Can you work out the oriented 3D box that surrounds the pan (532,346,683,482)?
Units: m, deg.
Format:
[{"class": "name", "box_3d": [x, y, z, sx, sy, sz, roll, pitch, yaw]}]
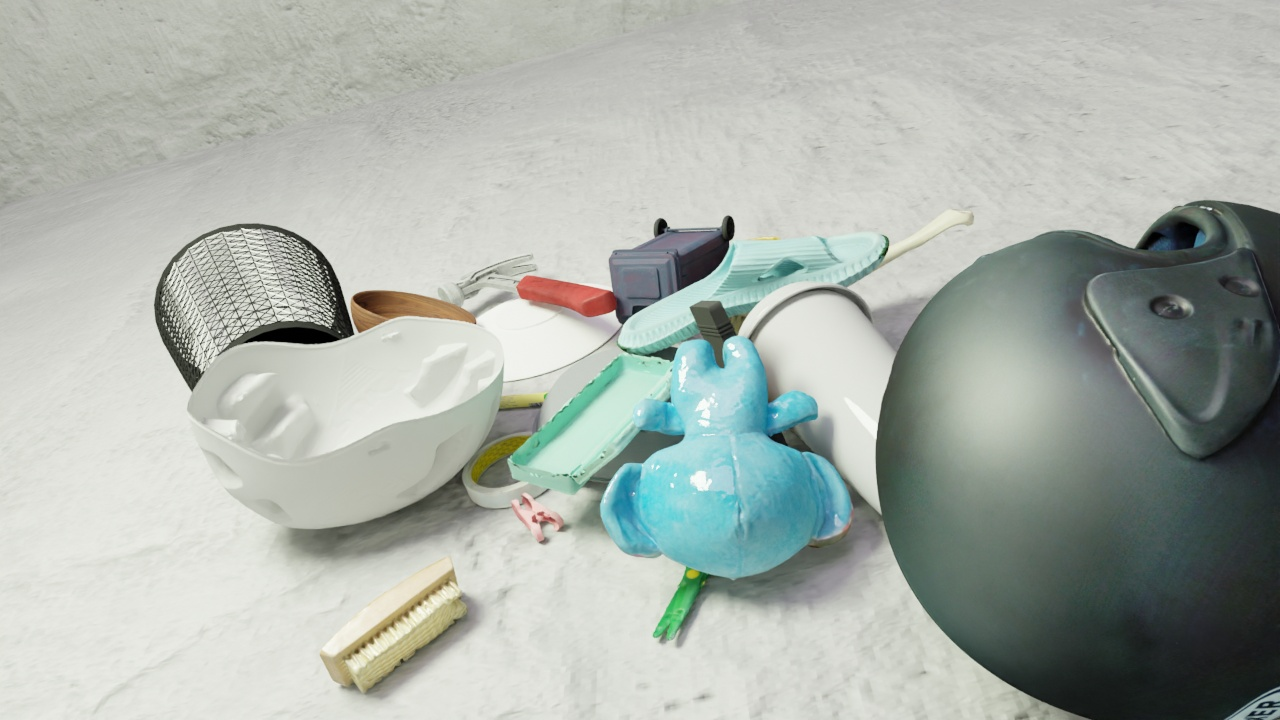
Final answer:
[{"class": "pan", "box_3d": [-0.006, 0.005, 0.944, 0.201, 0.051, 0.355, -6, 31, 4]}]

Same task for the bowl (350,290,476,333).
[{"class": "bowl", "box_3d": [-0.275, -0.030, 1.097, 0.147, 0.069, 0.147, 13, 15, -4]}]

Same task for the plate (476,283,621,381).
[{"class": "plate", "box_3d": [-0.130, -0.050, 1.120, 0.229, 0.030, 0.229, -13, 29, 7]}]

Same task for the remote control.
[{"class": "remote control", "box_3d": [0.080, 0.013, 0.750, 0.013, 0.133, 0.058, -28, 10, -9]}]

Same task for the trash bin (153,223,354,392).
[{"class": "trash bin", "box_3d": [-0.424, -0.014, 1.049, 0.216, 0.217, 0.243, -27, 37, -17]}]

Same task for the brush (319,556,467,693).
[{"class": "brush", "box_3d": [-0.183, 0.203, 0.699, 0.116, 0.049, 0.039, -33, 56, -28]}]

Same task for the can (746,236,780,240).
[{"class": "can", "box_3d": [0.133, -0.090, 1.024, 0.054, 0.059, 0.099, -6, 31, 19]}]

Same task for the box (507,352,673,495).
[{"class": "box", "box_3d": [-0.013, 0.042, 0.784, 0.138, 0.057, 0.186, -7, 26, 40]}]

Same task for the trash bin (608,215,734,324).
[{"class": "trash bin", "box_3d": [0.037, -0.103, 1.035, 0.094, 0.092, 0.160, 3, 20, 28]}]

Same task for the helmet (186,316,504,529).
[{"class": "helmet", "box_3d": [-0.260, 0.045, 0.866, 0.282, 0.184, 0.224, -27, 35, -4]}]

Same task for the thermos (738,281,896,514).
[{"class": "thermos", "box_3d": [0.172, 0.035, 0.734, 0.131, 0.132, 0.221, -22, 37, -9]}]

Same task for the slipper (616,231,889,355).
[{"class": "slipper", "box_3d": [0.096, -0.079, 0.873, 0.277, 0.069, 0.115, -20, 15, 16]}]

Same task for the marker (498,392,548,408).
[{"class": "marker", "box_3d": [-0.140, 0.044, 0.982, 0.132, 0.014, 0.014, -5, 31, 20]}]

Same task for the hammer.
[{"class": "hammer", "box_3d": [-0.124, -0.087, 1.102, 0.126, 0.036, 0.316, -31, 25, -28]}]

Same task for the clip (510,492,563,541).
[{"class": "clip", "box_3d": [-0.087, 0.133, 0.795, 0.044, 0.023, 0.060, -16, 30, -8]}]

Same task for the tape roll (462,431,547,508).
[{"class": "tape roll", "box_3d": [-0.121, 0.102, 0.866, 0.094, 0.019, 0.093, -13, 29, 7]}]

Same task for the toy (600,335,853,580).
[{"class": "toy", "box_3d": [0.060, 0.073, 0.687, 0.183, 0.115, 0.180, -4, 68, 0]}]

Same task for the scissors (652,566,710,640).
[{"class": "scissors", "box_3d": [0.047, 0.163, 0.684, 0.071, 0.014, 0.130, -3, 31, 23]}]

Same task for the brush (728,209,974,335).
[{"class": "brush", "box_3d": [0.205, -0.087, 0.930, 0.273, 0.077, 0.062, -23, 22, 14]}]

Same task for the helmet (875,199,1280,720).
[{"class": "helmet", "box_3d": [0.258, 0.038, 0.520, 0.236, 0.249, 0.315, 9, 55, 10]}]
